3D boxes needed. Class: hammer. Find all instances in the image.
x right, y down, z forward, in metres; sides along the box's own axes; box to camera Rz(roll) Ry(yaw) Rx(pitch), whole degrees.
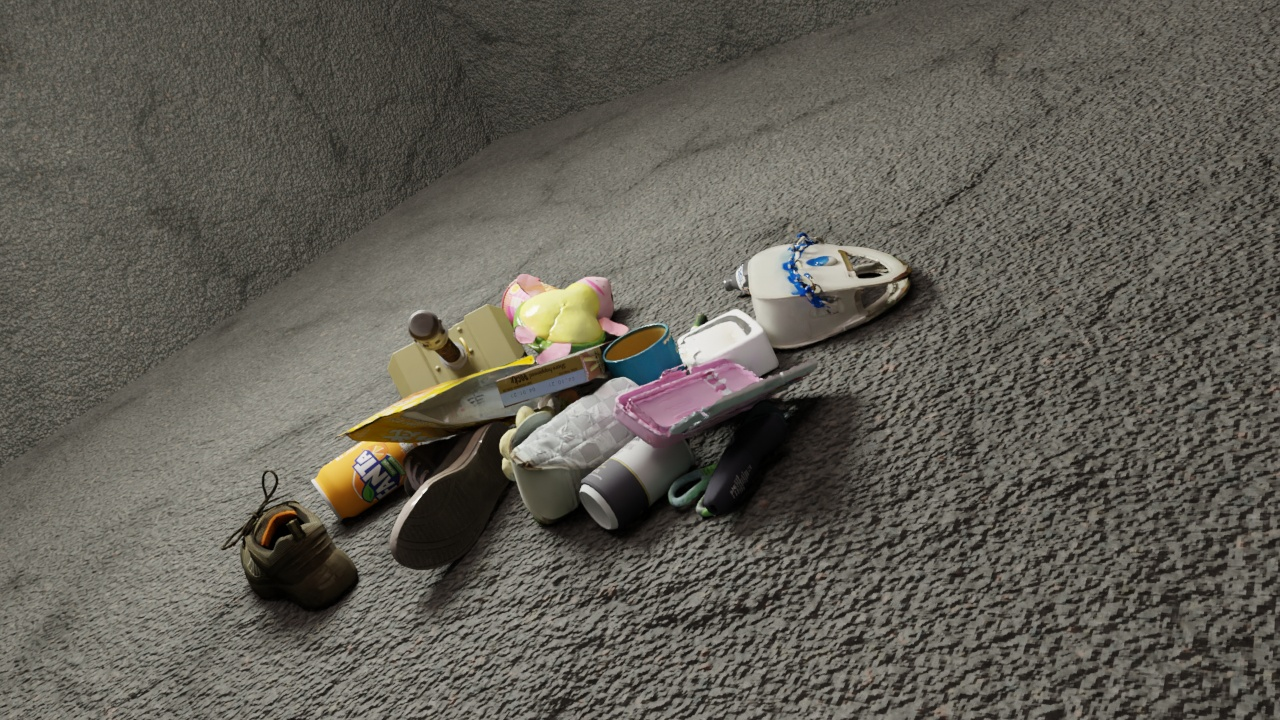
[{"bbox_3d":[-0.268,-0.016,1.261,0.190,0.100,0.325,-28,-8,-6],"label":"hammer"}]

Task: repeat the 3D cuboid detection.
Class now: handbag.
[{"bbox_3d":[-0.069,0.086,1.014,0.171,0.113,0.123,-32,49,-20],"label":"handbag"},{"bbox_3d":[0.235,-0.103,1.151,0.200,0.093,0.200,-14,25,9],"label":"handbag"}]

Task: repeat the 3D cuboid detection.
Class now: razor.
[{"bbox_3d":[0.102,0.097,0.899,0.052,0.047,0.142,-12,28,40],"label":"razor"}]

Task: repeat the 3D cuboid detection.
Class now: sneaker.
[{"bbox_3d":[-0.450,0.213,1.109,0.238,0.143,0.100,1,35,47],"label":"sneaker"},{"bbox_3d":[-0.243,0.161,1.073,0.120,0.095,0.234,-16,27,27],"label":"sneaker"}]

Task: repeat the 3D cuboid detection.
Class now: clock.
[{"bbox_3d":[-0.078,0.071,1.134,0.104,0.061,0.156,-12,20,29],"label":"clock"}]

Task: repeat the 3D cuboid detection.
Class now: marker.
[{"bbox_3d":[0.066,-0.022,1.233,0.017,0.017,0.146,-13,26,26],"label":"marker"}]

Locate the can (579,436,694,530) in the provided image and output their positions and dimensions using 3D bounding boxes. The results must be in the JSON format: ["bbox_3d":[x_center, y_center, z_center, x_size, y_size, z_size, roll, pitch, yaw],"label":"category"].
[{"bbox_3d":[0.001,0.116,0.951,0.127,0.064,0.064,-37,26,-24],"label":"can"}]

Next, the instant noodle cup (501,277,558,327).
[{"bbox_3d":[-0.158,-0.084,1.509,0.097,0.098,0.109,-39,35,-28],"label":"instant noodle cup"}]

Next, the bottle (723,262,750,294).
[{"bbox_3d":[0.171,-0.120,1.295,0.113,0.047,0.046,-15,26,25],"label":"bottle"}]

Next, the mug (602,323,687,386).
[{"bbox_3d":[0.008,0.019,1.098,0.084,0.104,0.112,-34,22,-18],"label":"mug"}]

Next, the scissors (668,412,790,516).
[{"bbox_3d":[0.105,0.102,0.944,0.175,0.033,0.078,-41,32,-28],"label":"scissors"}]

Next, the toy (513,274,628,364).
[{"bbox_3d":[-0.112,-0.063,1.385,0.190,0.088,0.237,23,35,10],"label":"toy"}]

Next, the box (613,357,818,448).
[{"bbox_3d":[0.082,0.042,0.957,0.150,0.073,0.201,5,16,41],"label":"box"}]

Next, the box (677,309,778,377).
[{"bbox_3d":[0.098,-0.016,1.119,0.102,0.076,0.107,-26,21,-4],"label":"box"}]

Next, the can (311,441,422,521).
[{"bbox_3d":[-0.361,0.147,1.235,0.142,0.079,0.079,-35,25,-20],"label":"can"}]

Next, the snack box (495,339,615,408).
[{"bbox_3d":[-0.091,0.013,1.091,0.101,0.031,0.185,-18,3,12],"label":"snack box"}]

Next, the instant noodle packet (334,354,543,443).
[{"bbox_3d":[-0.254,0.064,1.162,0.221,0.084,0.163,-13,-3,-44],"label":"instant noodle packet"}]
